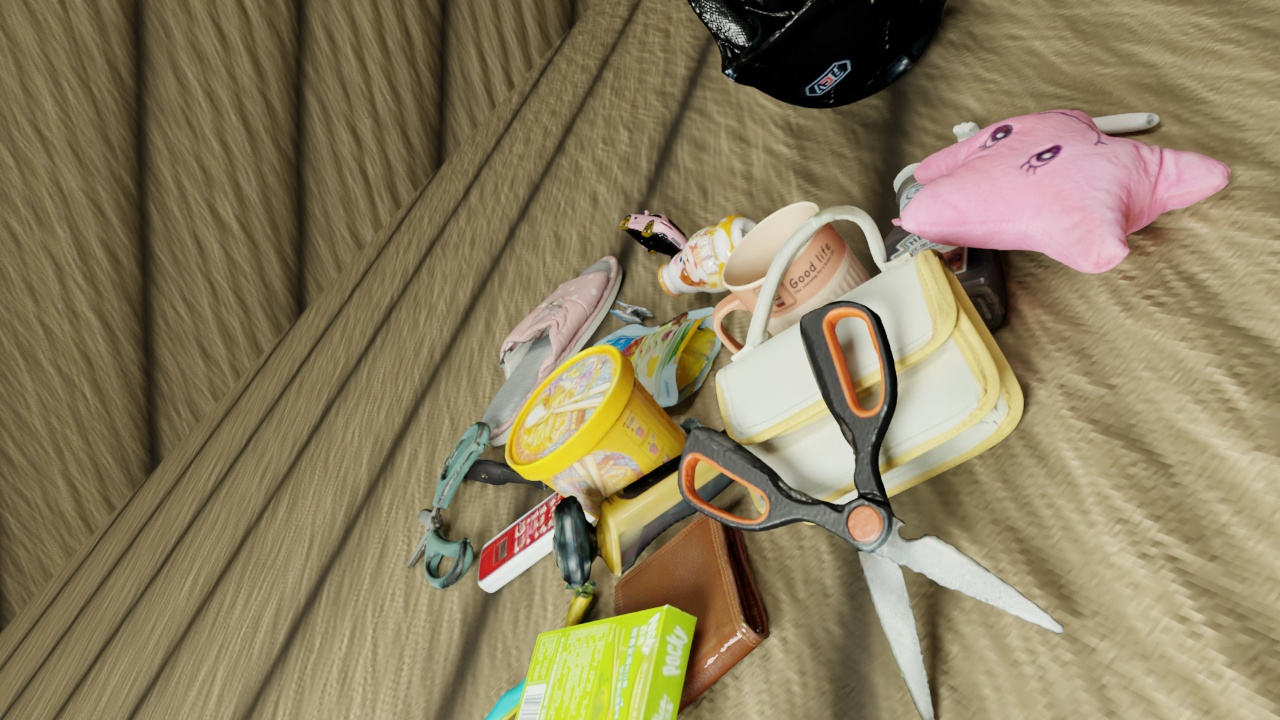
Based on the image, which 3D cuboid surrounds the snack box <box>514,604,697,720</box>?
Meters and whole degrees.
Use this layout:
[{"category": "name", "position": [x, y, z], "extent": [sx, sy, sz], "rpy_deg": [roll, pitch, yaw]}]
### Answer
[{"category": "snack box", "position": [-0.028, 0.204, 0.567], "extent": [0.157, 0.026, 0.085], "rpy_deg": [-32, 36, 49]}]

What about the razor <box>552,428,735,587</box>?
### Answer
[{"category": "razor", "position": [0.010, 0.094, 0.640], "extent": [0.167, 0.067, 0.062], "rpy_deg": [-32, 13, -6]}]

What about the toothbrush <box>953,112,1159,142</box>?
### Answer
[{"category": "toothbrush", "position": [0.303, -0.175, 0.687], "extent": [0.016, 0.016, 0.180], "rpy_deg": [-52, 26, -8]}]

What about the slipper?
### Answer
[{"category": "slipper", "position": [-0.109, -0.023, 1.044], "extent": [0.114, 0.054, 0.273], "rpy_deg": [-8, 45, 53]}]

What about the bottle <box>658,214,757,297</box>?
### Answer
[{"category": "bottle", "position": [0.067, -0.094, 0.873], "extent": [0.109, 0.063, 0.063], "rpy_deg": [-22, 34, 41]}]

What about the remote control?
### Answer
[{"category": "remote control", "position": [-0.089, 0.148, 0.797], "extent": [0.136, 0.020, 0.055], "rpy_deg": [-38, 25, 17]}]

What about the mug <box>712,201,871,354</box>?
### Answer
[{"category": "mug", "position": [0.112, -0.040, 0.670], "extent": [0.115, 0.106, 0.081], "rpy_deg": [-36, 26, 20]}]

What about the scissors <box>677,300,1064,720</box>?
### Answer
[{"category": "scissors", "position": [0.107, 0.073, 0.491], "extent": [0.228, 0.021, 0.220], "rpy_deg": [-7, 73, 37]}]

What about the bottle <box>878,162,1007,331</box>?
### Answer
[{"category": "bottle", "position": [0.210, -0.084, 0.661], "extent": [0.080, 0.044, 0.194], "rpy_deg": [-23, 31, 25]}]

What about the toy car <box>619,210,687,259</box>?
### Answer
[{"category": "toy car", "position": [0.018, -0.142, 1.029], "extent": [0.037, 0.056, 0.122], "rpy_deg": [-51, 25, -4]}]

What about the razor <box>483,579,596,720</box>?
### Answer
[{"category": "razor", "position": [-0.074, 0.216, 0.662], "extent": [0.132, 0.028, 0.043], "rpy_deg": [-53, 3, -23]}]

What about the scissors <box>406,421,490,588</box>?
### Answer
[{"category": "scissors", "position": [-0.184, 0.149, 0.912], "extent": [0.171, 0.019, 0.170], "rpy_deg": [-60, 29, 1]}]

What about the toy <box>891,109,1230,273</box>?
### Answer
[{"category": "toy", "position": [0.248, -0.105, 0.575], "extent": [0.178, 0.075, 0.194], "rpy_deg": [-18, 31, -1]}]

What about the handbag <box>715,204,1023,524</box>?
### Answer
[{"category": "handbag", "position": [0.118, -0.006, 0.559], "extent": [0.164, 0.063, 0.178], "rpy_deg": [-33, 63, 25]}]

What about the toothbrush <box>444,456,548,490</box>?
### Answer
[{"category": "toothbrush", "position": [-0.145, 0.114, 0.930], "extent": [0.027, 0.026, 0.213], "rpy_deg": [-22, 12, -34]}]

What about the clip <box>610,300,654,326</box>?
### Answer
[{"category": "clip", "position": [-0.008, -0.050, 0.966], "extent": [0.036, 0.025, 0.058], "rpy_deg": [-57, 32, -8]}]

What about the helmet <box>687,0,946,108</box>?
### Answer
[{"category": "helmet", "position": [0.187, -0.364, 0.904], "extent": [0.234, 0.230, 0.274], "rpy_deg": [-27, 39, 52]}]

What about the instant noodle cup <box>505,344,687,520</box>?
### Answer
[{"category": "instant noodle cup", "position": [-0.023, 0.067, 0.706], "extent": [0.119, 0.114, 0.118], "rpy_deg": [-35, 27, 21]}]

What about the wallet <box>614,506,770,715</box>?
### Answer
[{"category": "wallet", "position": [0.028, 0.163, 0.587], "extent": [0.101, 0.032, 0.124], "rpy_deg": [-42, 25, 15]}]

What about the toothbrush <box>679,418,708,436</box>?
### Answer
[{"category": "toothbrush", "position": [0.084, 0.059, 0.667], "extent": [0.016, 0.018, 0.192], "rpy_deg": [-55, 27, -16]}]

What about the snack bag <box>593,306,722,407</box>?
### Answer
[{"category": "snack bag", "position": [-0.005, 0.005, 0.867], "extent": [0.191, 0.039, 0.110], "rpy_deg": [-10, 54, 53]}]
